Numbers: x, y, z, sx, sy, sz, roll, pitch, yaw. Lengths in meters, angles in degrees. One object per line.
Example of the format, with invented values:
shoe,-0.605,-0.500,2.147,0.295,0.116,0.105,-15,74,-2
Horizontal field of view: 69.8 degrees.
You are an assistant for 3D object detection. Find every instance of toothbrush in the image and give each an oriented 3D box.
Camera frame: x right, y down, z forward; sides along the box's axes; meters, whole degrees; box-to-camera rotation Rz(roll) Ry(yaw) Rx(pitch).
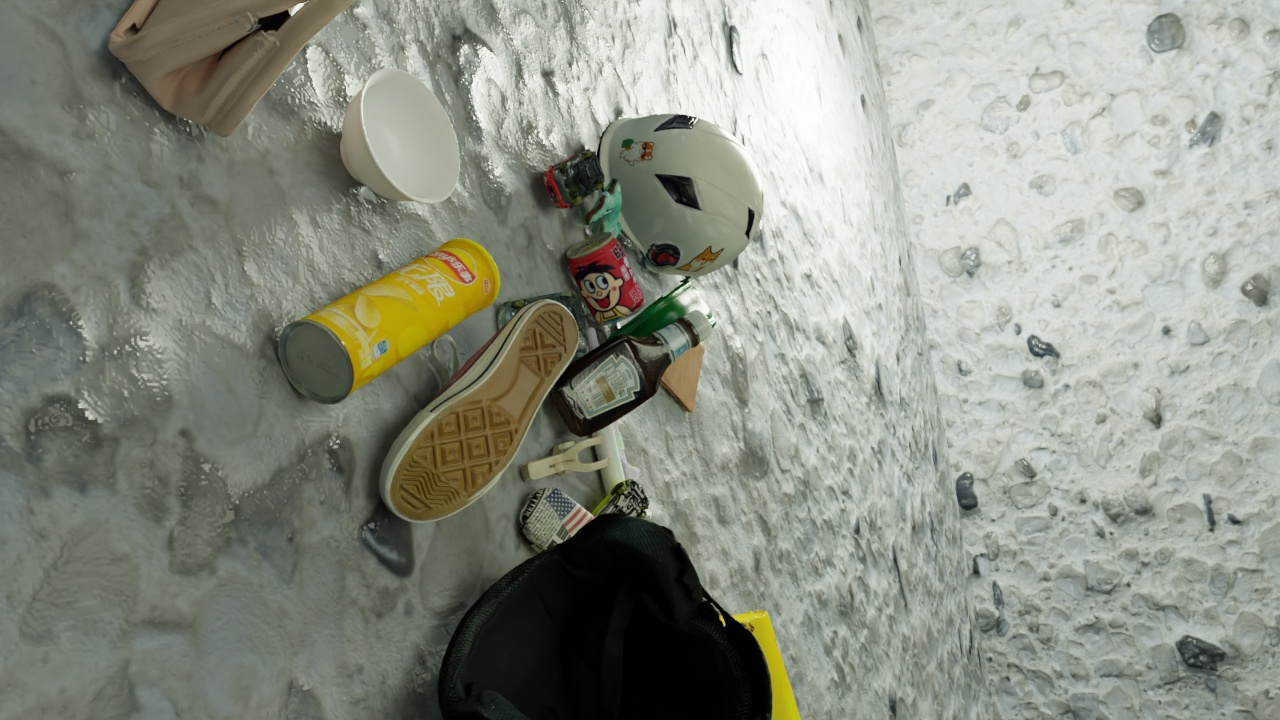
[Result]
toothbrush,-0.034,0.052,1.088,0.021,0.029,0.189,-18,95,-23
toothbrush,-0.041,0.094,1.052,0.027,0.026,0.221,179,-102,-78

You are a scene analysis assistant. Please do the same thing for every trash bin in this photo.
trash bin,0.071,0.406,0.948,0.229,0.230,0.255,10,65,-59

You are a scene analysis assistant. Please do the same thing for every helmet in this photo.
helmet,0.077,-0.234,1.254,0.274,0.157,0.229,30,53,-54
helmet,-0.028,0.280,0.761,0.232,0.275,0.231,-51,152,-39

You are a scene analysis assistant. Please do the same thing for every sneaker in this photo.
sneaker,-0.149,0.042,0.821,0.118,0.088,0.240,48,61,-24

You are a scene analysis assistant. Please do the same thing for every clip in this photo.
clip,-0.070,0.102,0.958,0.101,0.095,0.035,-6,85,-72

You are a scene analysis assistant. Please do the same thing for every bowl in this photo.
bowl,-0.220,-0.185,0.798,0.118,0.065,0.118,32,51,-52

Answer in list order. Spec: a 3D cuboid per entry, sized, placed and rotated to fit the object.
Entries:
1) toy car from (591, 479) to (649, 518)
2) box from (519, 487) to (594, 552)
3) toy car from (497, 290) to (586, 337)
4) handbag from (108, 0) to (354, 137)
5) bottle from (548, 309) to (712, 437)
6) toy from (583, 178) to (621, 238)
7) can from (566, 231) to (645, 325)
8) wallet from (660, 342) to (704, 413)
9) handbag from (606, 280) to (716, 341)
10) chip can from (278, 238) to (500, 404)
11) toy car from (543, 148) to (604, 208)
toy car,-0.034,0.177,1.013,0.105,0.032,0.048,-47,113,-30
box,-0.062,0.194,0.949,0.164,0.052,0.068,48,34,-25
toy car,-0.106,-0.042,0.981,0.120,0.037,0.054,-16,94,-51
handbag,-0.234,-0.273,0.628,0.093,0.235,0.192,43,44,-43
bottle,-0.006,0.006,1.015,0.194,0.044,0.080,-33,109,-17
toy,-0.044,-0.175,1.117,0.096,0.030,0.092,-50,158,-44
can,-0.042,-0.097,1.082,0.094,0.067,0.066,65,31,-22
wallet,0.055,0.001,1.269,0.101,0.020,0.115,48,44,-44
handbag,0.024,-0.036,1.125,0.068,0.120,0.131,54,31,-3
chip can,-0.202,-0.040,0.769,0.212,0.072,0.072,-44,118,-57
toy car,-0.080,-0.212,1.078,0.053,0.045,0.120,68,25,-15
